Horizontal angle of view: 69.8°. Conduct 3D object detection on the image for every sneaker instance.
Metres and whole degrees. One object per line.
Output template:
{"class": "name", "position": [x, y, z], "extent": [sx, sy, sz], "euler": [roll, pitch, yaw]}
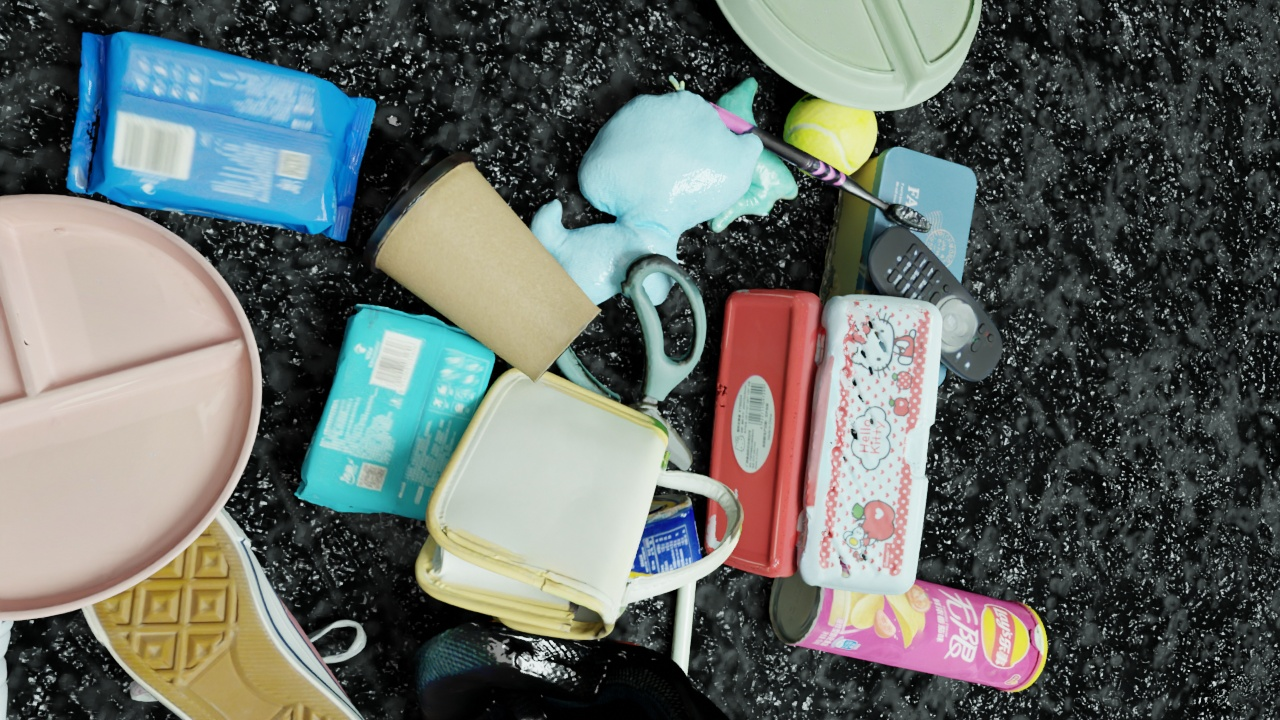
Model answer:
{"class": "sneaker", "position": [-0.235, 0.169, 0.535], "extent": [0.118, 0.088, 0.241], "euler": [-40, 83, -22]}

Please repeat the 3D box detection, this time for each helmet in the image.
{"class": "helmet", "position": [-0.033, 0.284, 0.525], "extent": [0.230, 0.275, 0.233], "euler": [35, 42, -40]}

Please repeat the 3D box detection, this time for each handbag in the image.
{"class": "handbag", "position": [-0.028, 0.095, 0.555], "extent": [0.179, 0.163, 0.063], "euler": [20, 129, 0]}

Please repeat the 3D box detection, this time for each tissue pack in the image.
{"class": "tissue pack", "position": [-0.240, -0.128, 0.534], "extent": [0.157, 0.052, 0.095], "euler": [8, 92, -20]}
{"class": "tissue pack", "position": [-0.152, 0.036, 0.575], "extent": [0.093, 0.050, 0.133], "euler": [18, 87, -21]}

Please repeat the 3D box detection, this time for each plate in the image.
{"class": "plate", "position": [-0.326, 0.022, 0.496], "extent": [0.229, 0.028, 0.229], "euler": [3, 77, -14]}
{"class": "plate", "position": [0.147, -0.286, 0.647], "extent": [0.230, 0.028, 0.230], "euler": [5, 75, -19]}

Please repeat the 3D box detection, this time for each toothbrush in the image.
{"class": "toothbrush", "position": [0.025, 0.225, 0.667], "extent": [0.029, 0.020, 0.189], "euler": [8, 89, -51]}
{"class": "toothbrush", "position": [0.120, -0.135, 0.635], "extent": [0.189, 0.018, 0.014], "euler": [28, 94, -3]}

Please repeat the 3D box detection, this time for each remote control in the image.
{"class": "remote control", "position": [0.206, -0.039, 0.650], "extent": [0.136, 0.024, 0.053], "euler": [43, 77, -18]}

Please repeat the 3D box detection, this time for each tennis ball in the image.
{"class": "tennis ball", "position": [0.136, -0.164, 0.662], "extent": [0.065, 0.065, 0.065], "euler": [-1, 93, -20]}

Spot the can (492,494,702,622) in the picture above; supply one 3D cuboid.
{"class": "can", "position": [-0.030, 0.130, 0.613], "extent": [0.148, 0.075, 0.049], "euler": [-11, 93, -19]}

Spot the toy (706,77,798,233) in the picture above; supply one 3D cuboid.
{"class": "toy", "position": [0.072, -0.141, 0.660], "extent": [0.096, 0.030, 0.092], "euler": [-44, 104, -7]}

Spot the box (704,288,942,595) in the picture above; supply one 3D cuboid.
{"class": "box", "position": [0.120, 0.053, 0.631], "extent": [0.160, 0.063, 0.201], "euler": [6, 92, 25]}

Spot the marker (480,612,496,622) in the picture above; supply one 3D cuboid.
{"class": "marker", "position": [-0.101, 0.161, 0.620], "extent": [0.018, 0.015, 0.124], "euler": [-21, 98, -22]}

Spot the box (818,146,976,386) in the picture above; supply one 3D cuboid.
{"class": "box", "position": [0.190, -0.072, 0.689], "extent": [0.089, 0.063, 0.184], "euler": [8, 92, -21]}

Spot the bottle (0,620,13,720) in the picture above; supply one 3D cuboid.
{"class": "bottle", "position": [-0.383, 0.221, 0.494], "extent": [0.068, 0.068, 0.197], "euler": [4, 94, -20]}

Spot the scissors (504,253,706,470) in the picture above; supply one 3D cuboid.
{"class": "scissors", "position": [0.001, 0.003, 0.624], "extent": [0.172, 0.019, 0.176], "euler": [-42, 108, 9]}

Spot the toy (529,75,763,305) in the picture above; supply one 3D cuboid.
{"class": "toy", "position": [0.004, -0.114, 0.623], "extent": [0.161, 0.050, 0.156], "euler": [-2, 99, -7]}

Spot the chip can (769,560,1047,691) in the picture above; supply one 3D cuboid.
{"class": "chip can", "position": [0.205, 0.202, 0.703], "extent": [0.210, 0.071, 0.071], "euler": [17, 87, -20]}

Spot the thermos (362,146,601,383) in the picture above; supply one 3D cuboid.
{"class": "thermos", "position": [-0.096, -0.057, 0.557], "extent": [0.143, 0.093, 0.093], "euler": [42, 79, -3]}
